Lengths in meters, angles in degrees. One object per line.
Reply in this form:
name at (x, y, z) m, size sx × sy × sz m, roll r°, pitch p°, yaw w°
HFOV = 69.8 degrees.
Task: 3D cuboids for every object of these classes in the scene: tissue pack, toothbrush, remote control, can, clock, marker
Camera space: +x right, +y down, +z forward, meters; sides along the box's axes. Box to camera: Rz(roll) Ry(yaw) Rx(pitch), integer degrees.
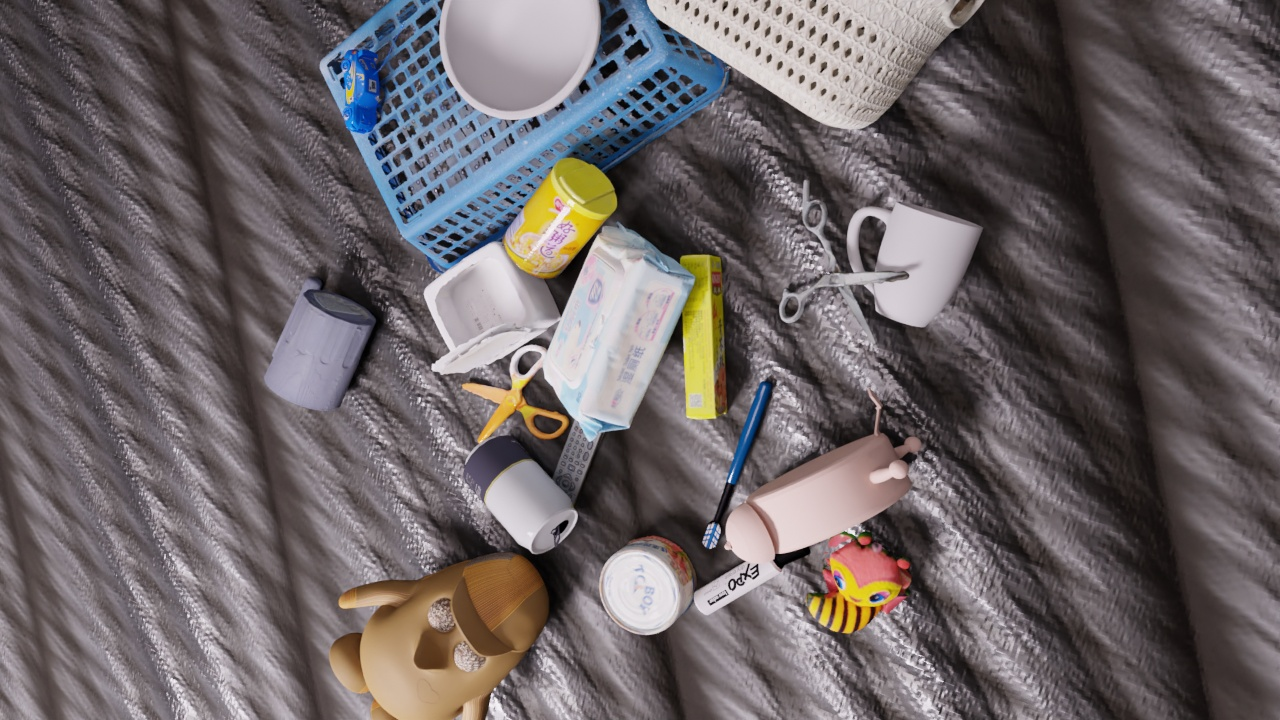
tissue pack at (-0.028, -0.026, 0.835) m, size 0.112 × 0.070 × 0.182 m, roll 42°, pitch 111°, yaw 55°
toothbrush at (0.090, 0.097, 0.852) m, size 0.014 × 0.014 × 0.168 m, roll 20°, pitch 102°, yaw 7°
remote control at (-0.071, 0.118, 0.915) m, size 0.033 × 0.013 × 0.137 m, roll 25°, pitch 103°, yaw 18°
can at (-0.076, -0.131, 0.853) m, size 0.067 × 0.067 × 0.105 m, roll 53°, pitch 128°, yaw 10°
can at (-0.114, 0.133, 0.893) m, size 0.127 × 0.064 × 0.064 m, roll 42°, pitch 108°, yaw 28°
clock at (0.148, 0.102, 0.766) m, size 0.161 × 0.131 × 0.086 m, roll -36°, pitch 81°, yaw 21°
can at (0.007, 0.215, 0.878) m, size 0.086 × 0.043 × 0.086 m, roll 2°, pitch 97°, yaw 22°
marker at (0.105, 0.196, 0.848) m, size 0.126 × 0.025 × 0.025 m, roll -36°, pitch 81°, yaw 20°

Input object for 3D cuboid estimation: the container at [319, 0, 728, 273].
container at (-0.132, -0.275, 0.867) m, size 0.363 × 0.089 × 0.257 m, roll -30°, pitch 83°, yaw 21°

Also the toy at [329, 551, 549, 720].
toy at (-0.182, 0.272, 0.903) m, size 0.203 × 0.162 × 0.198 m, roll -36°, pitch 89°, yaw 9°

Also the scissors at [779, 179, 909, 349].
scissors at (0.164, -0.082, 0.781) m, size 0.142 × 0.014 × 0.173 m, roll -30°, pitch 63°, yaw 50°

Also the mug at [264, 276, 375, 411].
mug at (-0.349, -0.022, 0.985) m, size 0.124 × 0.083 × 0.104 m, roll 40°, pitch 108°, yaw 42°

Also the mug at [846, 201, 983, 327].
mug at (0.216, -0.084, 0.764) m, size 0.107 × 0.071 × 0.089 m, roll 28°, pitch 111°, yaw 34°

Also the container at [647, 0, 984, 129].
container at (0.127, -0.292, 0.723) m, size 0.246 × 0.184 × 0.143 m, roll 38°, pitch 116°, yaw 15°

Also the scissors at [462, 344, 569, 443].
scissors at (-0.126, 0.034, 0.931) m, size 0.125 × 0.011 × 0.127 m, roll 15°, pitch 98°, yaw 18°

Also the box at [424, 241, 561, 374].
box at (-0.157, -0.040, 0.872) m, size 0.109 × 0.136 × 0.126 m, roll -30°, pitch 82°, yaw 23°

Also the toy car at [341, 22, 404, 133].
toy car at (-0.240, -0.258, 0.841) m, size 0.062 × 0.033 × 0.092 m, roll 1°, pitch 95°, yaw 28°

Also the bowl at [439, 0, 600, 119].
bowl at (-0.096, -0.278, 0.780) m, size 0.150 × 0.043 × 0.149 m, roll 2°, pitch 95°, yaw 21°

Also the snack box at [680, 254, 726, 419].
snack box at (0.058, -0.022, 0.840) m, size 0.029 × 0.040 × 0.148 m, roll -1°, pitch 94°, yaw 21°

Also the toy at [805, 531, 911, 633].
toy at (0.192, 0.195, 0.803) m, size 0.084 × 0.046 × 0.104 m, roll 27°, pitch 115°, yaw -5°
